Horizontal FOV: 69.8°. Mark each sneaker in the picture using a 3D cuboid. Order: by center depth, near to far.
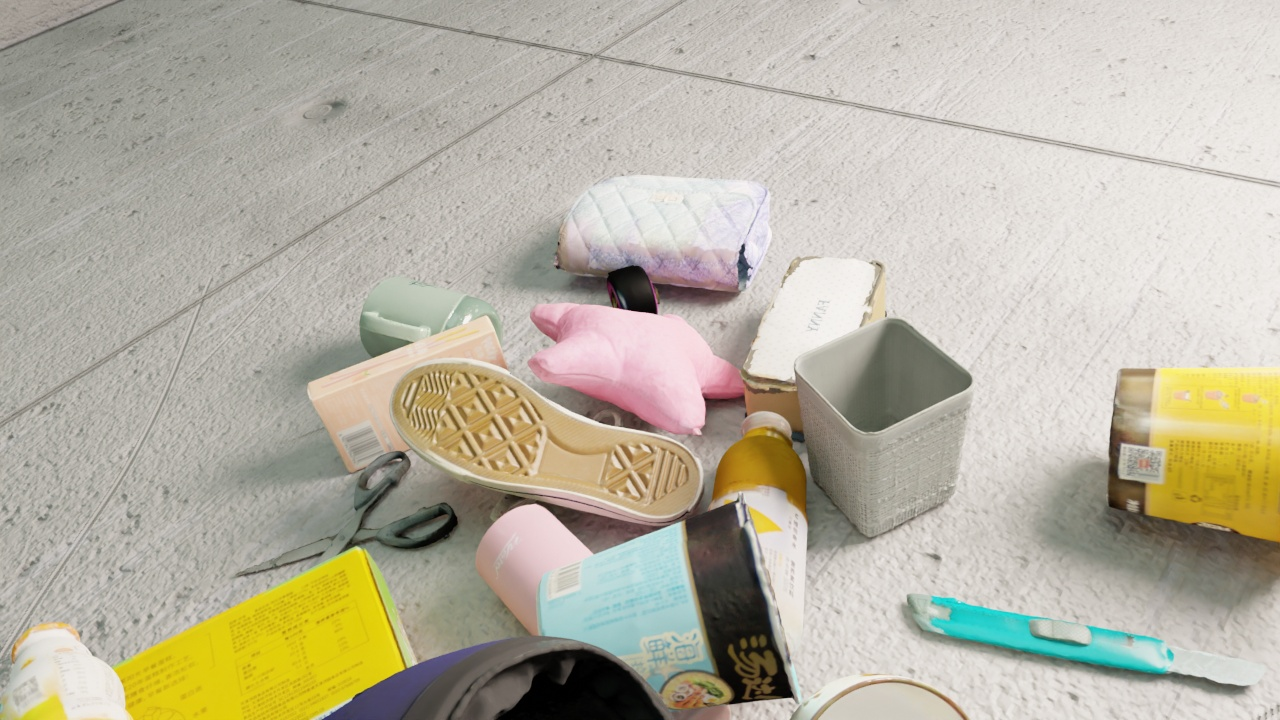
[{"bbox_3d":[-0.071,0.071,0.691,0.241,0.088,0.118,17,69,5],"label":"sneaker"}]

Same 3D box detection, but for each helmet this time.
[{"bbox_3d":[-0.093,0.275,0.321,0.241,0.247,0.315,-24,60,32],"label":"helmet"}]

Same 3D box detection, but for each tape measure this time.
[{"bbox_3d":[-0.006,-0.059,0.845,0.039,0.057,0.058,-18,32,-8],"label":"tape measure"}]

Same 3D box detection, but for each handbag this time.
[{"bbox_3d":[0.025,-0.128,0.903,0.194,0.076,0.133,6,44,22],"label":"handbag"}]

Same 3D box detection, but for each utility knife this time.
[{"bbox_3d":[0.259,0.166,0.549,0.196,0.013,0.029,6,44,21],"label":"utility knife"}]

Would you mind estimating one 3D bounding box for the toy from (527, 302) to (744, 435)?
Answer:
[{"bbox_3d":[-0.004,0.004,0.733,0.194,0.075,0.178,4,29,-33],"label":"toy"}]

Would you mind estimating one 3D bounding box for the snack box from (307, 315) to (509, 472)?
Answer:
[{"bbox_3d":[-0.187,0.028,0.771,0.157,0.084,0.026,-22,38,-11],"label":"snack box"}]

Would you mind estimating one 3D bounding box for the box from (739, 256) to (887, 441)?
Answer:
[{"bbox_3d":[0.143,-0.010,0.747,0.090,0.064,0.183,9,47,26],"label":"box"}]

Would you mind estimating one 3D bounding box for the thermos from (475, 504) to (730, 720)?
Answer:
[{"bbox_3d":[-0.033,0.179,0.580,0.198,0.067,0.087,36,92,40],"label":"thermos"}]

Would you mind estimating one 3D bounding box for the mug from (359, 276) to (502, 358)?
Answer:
[{"bbox_3d":[-0.193,-0.026,0.820,0.106,0.082,0.111,17,5,26],"label":"mug"}]

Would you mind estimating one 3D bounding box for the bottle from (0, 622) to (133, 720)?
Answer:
[{"bbox_3d":[-0.329,0.196,0.521,0.063,0.063,0.108,-32,43,-22],"label":"bottle"}]

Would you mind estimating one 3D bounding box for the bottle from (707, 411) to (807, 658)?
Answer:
[{"bbox_3d":[0.078,0.113,0.616,0.068,0.068,0.189,-1,42,14],"label":"bottle"}]

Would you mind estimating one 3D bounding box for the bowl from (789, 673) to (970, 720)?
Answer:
[{"bbox_3d":[0.116,0.217,0.476,0.113,0.113,0.062,-25,-1,-14],"label":"bowl"}]

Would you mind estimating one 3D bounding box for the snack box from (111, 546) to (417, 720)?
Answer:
[{"bbox_3d":[-0.238,0.230,0.562,0.209,0.070,0.157,-26,41,-15],"label":"snack box"}]

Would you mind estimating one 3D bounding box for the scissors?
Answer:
[{"bbox_3d":[-0.224,0.137,0.713,0.160,0.014,0.180,2,45,20],"label":"scissors"}]

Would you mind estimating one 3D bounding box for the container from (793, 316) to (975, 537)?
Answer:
[{"bbox_3d":[0.165,0.049,0.631,0.090,0.114,0.090,-23,42,-12],"label":"container"}]

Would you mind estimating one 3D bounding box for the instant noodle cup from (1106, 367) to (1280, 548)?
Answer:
[{"bbox_3d":[0.361,0.055,0.578,0.115,0.118,0.118,5,43,30],"label":"instant noodle cup"}]

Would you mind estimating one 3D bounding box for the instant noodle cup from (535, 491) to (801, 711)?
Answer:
[{"bbox_3d":[0.012,0.139,0.485,0.120,0.111,0.111,-16,40,3],"label":"instant noodle cup"}]
